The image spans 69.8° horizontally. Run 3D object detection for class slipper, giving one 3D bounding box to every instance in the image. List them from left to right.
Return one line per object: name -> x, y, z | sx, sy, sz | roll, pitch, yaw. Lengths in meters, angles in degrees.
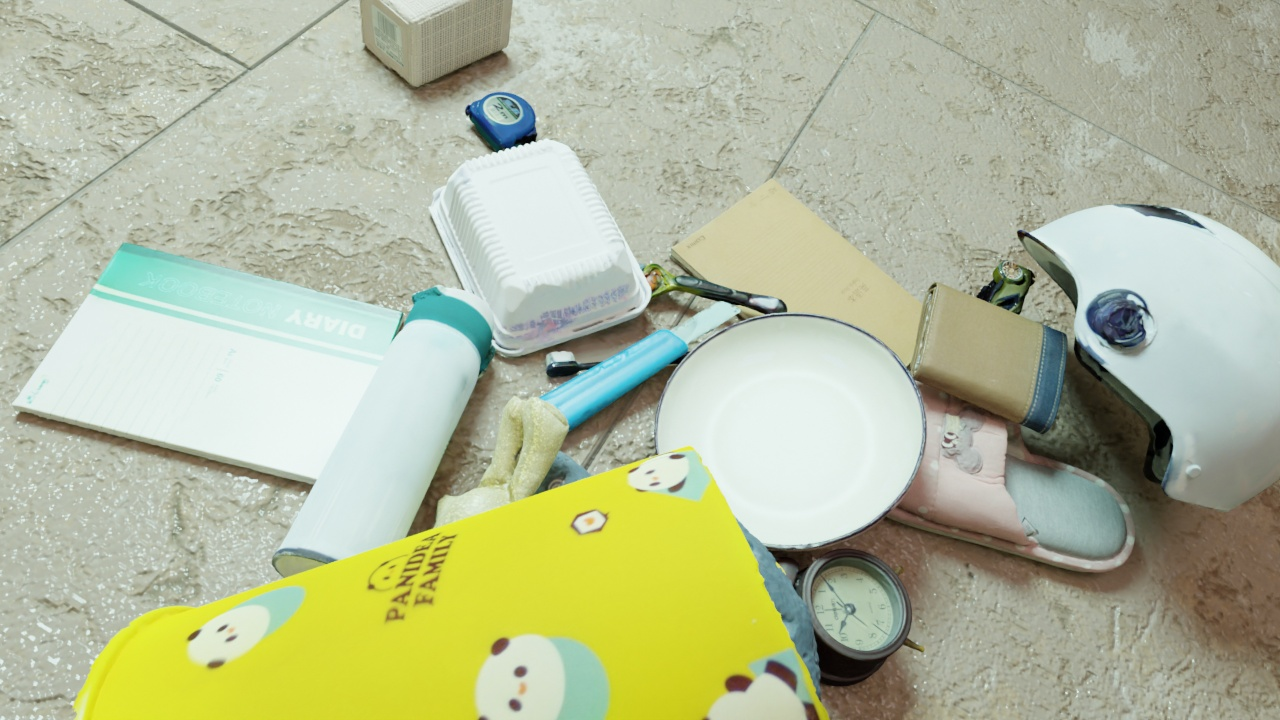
slipper -> 0.258, 0.085, 0.702 | 0.274, 0.055, 0.114 | 23, 59, -3

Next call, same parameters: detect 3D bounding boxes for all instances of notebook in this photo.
notebook -> -0.288, -0.001, 0.637 | 0.209, 0.012, 0.150 | 14, 54, -6
notebook -> 0.148, -0.062, 0.800 | 0.211, 0.012, 0.149 | 43, 56, 13

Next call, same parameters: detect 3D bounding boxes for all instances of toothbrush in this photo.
toothbrush -> 0.013, -0.003, 0.720 | 0.181, 0.016, 0.018 | -3, 50, -17

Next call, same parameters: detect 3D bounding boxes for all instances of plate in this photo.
plate -> 0.107, 0.053, 0.667 | 0.192, 0.039, 0.192 | -6, 56, 9

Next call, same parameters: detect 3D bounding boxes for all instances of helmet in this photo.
helmet -> 0.414, -0.021, 0.696 | 0.228, 0.146, 0.258 | 16, 48, -62

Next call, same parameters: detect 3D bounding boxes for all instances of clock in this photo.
clock -> 0.123, 0.170, 0.611 | 0.122, 0.055, 0.082 | 2, 58, -13

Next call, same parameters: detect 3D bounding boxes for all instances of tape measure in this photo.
tape measure -> -0.120, -0.211, 0.814 | 0.054, 0.025, 0.058 | -32, 74, -32

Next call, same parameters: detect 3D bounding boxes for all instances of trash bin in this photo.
trash bin -> -0.060, 0.169, 0.406 | 0.255, 0.230, 0.229 | -23, 64, -3

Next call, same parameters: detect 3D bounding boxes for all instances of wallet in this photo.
wallet -> 0.267, -0.003, 0.704 | 0.115, 0.033, 0.090 | 22, 67, -6

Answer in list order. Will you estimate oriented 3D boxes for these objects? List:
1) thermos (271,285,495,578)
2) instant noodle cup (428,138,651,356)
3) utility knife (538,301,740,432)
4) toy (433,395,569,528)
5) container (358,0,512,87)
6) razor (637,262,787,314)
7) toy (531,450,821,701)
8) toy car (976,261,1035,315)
thermos -> -0.157, 0.047, 0.609 | 0.073, 0.073, 0.223 | 20, 54, -2
instant noodle cup -> -0.080, -0.101, 0.721 | 0.137, 0.060, 0.173 | -20, 66, -17
utility knife -> -0.004, 0.004, 0.692 | 0.202, 0.018, 0.034 | -31, 69, -21
toy -> -0.099, 0.093, 0.574 | 0.105, 0.066, 0.157 | 19, 74, 39
container -> -0.187, -0.316, 0.828 | 0.090, 0.090, 0.110 | 42, 60, 13
razor -> 0.051, -0.056, 0.751 | 0.143, 0.022, 0.042 | 11, 57, 2
toy -> 0.027, 0.163, 0.556 | 0.138, 0.091, 0.356 | -40, 64, 6
toy car -> 0.287, -0.023, 0.779 | 0.042, 0.070, 0.157 | 36, 58, 8
